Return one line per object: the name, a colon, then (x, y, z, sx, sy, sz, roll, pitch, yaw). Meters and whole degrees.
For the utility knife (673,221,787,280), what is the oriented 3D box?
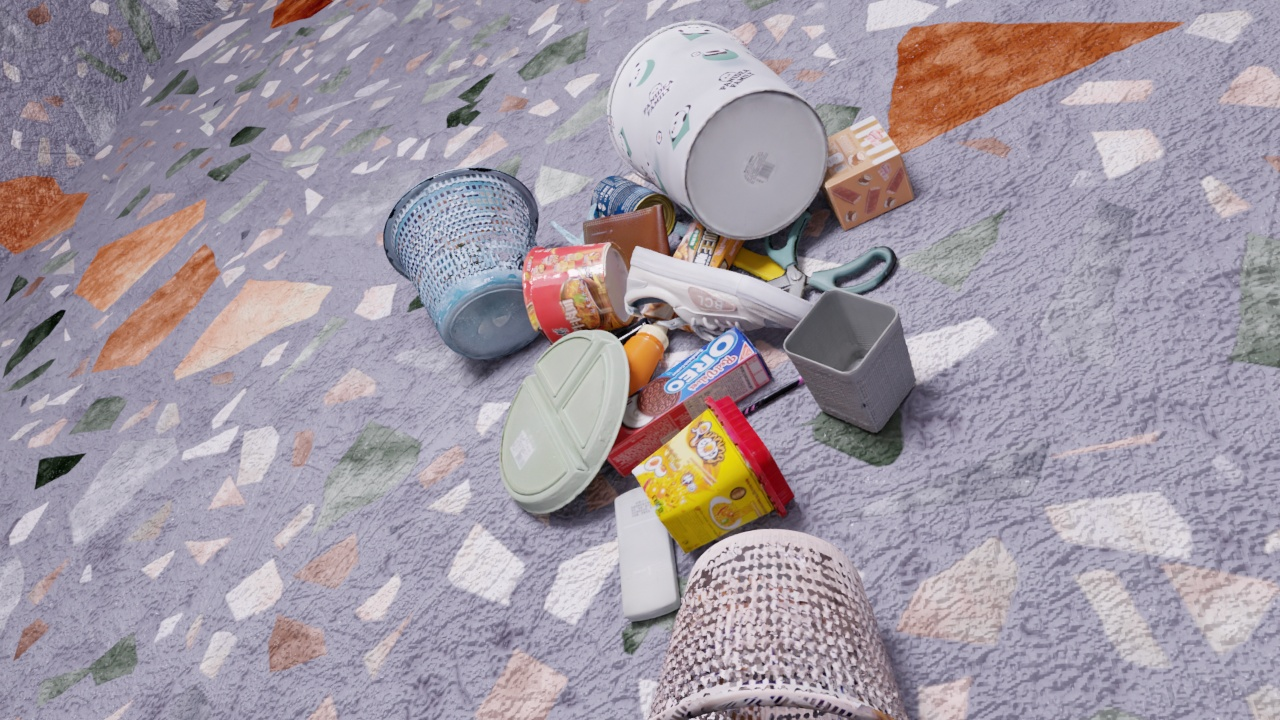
utility knife: (0.118, -0.142, 1.198, 0.033, 0.015, 0.231, -46, 45, -12)

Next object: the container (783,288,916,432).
container: (0.217, 0.004, 0.930, 0.090, 0.114, 0.090, 25, 68, 43)

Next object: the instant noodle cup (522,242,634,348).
instant noodle cup: (-0.074, -0.091, 1.186, 0.109, 0.138, 0.137, -10, 47, 20)

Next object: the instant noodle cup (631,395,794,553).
instant noodle cup: (0.069, 0.118, 0.915, 0.123, 0.116, 0.116, -33, 42, 0)

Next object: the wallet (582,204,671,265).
wallet: (-0.017, -0.150, 1.234, 0.125, 0.101, 0.032, -8, 4, 27)

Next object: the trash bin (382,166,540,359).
trash bin: (-0.223, -0.117, 1.265, 0.227, 0.226, 0.195, -29, 55, 6)

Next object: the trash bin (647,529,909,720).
trash bin: (0.106, 0.250, 0.722, 0.228, 0.227, 0.191, -17, 32, 18)

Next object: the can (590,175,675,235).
can: (-0.013, -0.214, 1.303, 0.075, 0.075, 0.111, -44, 43, -11)

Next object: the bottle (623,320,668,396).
bottle: (-0.007, 0.006, 1.111, 0.067, 0.067, 0.149, 6, 48, 36)

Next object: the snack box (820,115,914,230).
snack box: (0.272, -0.232, 1.140, 0.094, 0.077, 0.092, -25, 43, 11)

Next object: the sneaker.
sneaker: (0.085, -0.062, 1.073, 0.242, 0.089, 0.091, 19, 95, 27)

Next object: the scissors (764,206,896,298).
scissors: (0.220, -0.130, 1.107, 0.170, 0.019, 0.174, -6, 56, 19)

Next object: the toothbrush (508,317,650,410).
toothbrush: (-0.078, 0.010, 1.177, 0.213, 0.026, 0.027, -31, 9, 5)

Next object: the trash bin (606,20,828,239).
trash bin: (0.099, -0.285, 1.161, 0.229, 0.229, 0.251, -32, 35, 2)

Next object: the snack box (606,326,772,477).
snack box: (0.046, 0.047, 1.042, 0.207, 0.058, 0.057, -33, 45, 1)

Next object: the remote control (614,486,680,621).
remote control: (0.006, 0.197, 0.954, 0.058, 0.021, 0.149, -19, 44, 14)

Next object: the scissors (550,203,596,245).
scissors: (-0.081, -0.158, 1.305, 0.136, 0.017, 0.133, 22, 95, 22)

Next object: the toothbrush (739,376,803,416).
toothbrush: (0.130, 0.051, 1.018, 0.189, 0.014, 0.017, -29, 52, 6)

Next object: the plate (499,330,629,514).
plate: (-0.096, 0.065, 1.070, 0.231, 0.027, 0.229, -34, 41, 37)

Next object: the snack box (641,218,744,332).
snack box: (0.069, -0.111, 1.179, 0.075, 0.026, 0.153, 17, 70, 40)
